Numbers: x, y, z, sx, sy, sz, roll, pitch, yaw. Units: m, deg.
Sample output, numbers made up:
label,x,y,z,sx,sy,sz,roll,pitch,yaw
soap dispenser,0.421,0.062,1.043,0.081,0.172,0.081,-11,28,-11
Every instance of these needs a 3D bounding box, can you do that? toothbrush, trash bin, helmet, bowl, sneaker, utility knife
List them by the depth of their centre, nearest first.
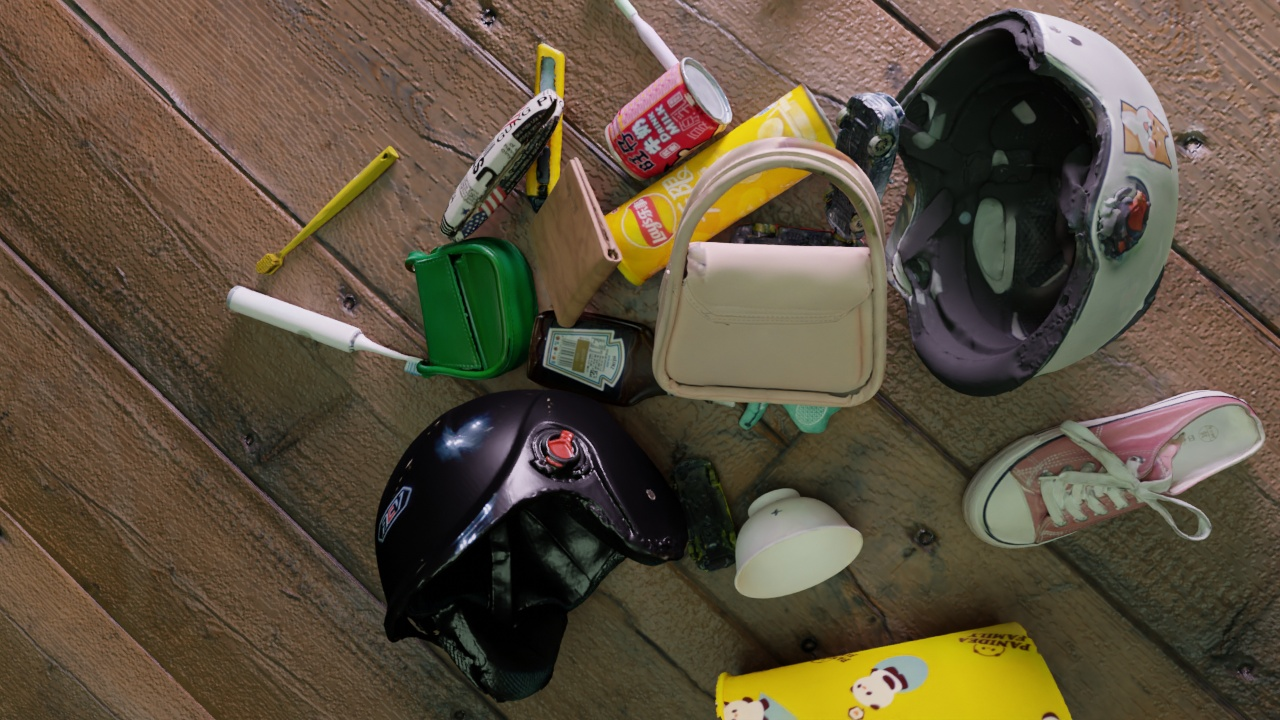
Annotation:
label,x,y,z,sx,sy,sz,roll,pitch,yaw
helmet,0.301,-0.116,0.687,0.156,0.230,0.274,-5,87,-18
sneaker,0.384,0.093,0.746,0.241,0.087,0.118,-23,92,13
trash bin,0.218,0.339,0.755,0.255,0.229,0.229,-19,93,8
helmet,-0.105,0.136,0.772,0.234,0.274,0.230,-50,57,25
toothbrush,0.017,-0.280,0.813,0.189,0.029,0.021,53,144,0
bowl,0.129,0.154,0.816,0.118,0.118,0.064,-32,50,14
utility knife,-0.089,-0.214,0.846,0.033,0.015,0.156,4,98,9
toothbrush,-0.311,-0.145,0.903,0.190,0.016,0.015,-37,88,14
toothbrush,-0.310,-0.028,0.914,0.221,0.027,0.026,19,79,9

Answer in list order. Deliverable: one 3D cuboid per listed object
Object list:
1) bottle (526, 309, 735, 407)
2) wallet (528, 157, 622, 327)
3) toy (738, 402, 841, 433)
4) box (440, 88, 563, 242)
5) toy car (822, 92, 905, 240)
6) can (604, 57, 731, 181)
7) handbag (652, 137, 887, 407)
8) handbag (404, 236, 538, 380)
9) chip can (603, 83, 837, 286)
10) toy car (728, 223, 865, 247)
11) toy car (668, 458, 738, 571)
label,x,y,z,sx,sy,sz,roll,pitch,yaw
bottle,-0.005,0.005,0.843,0.195,0.044,0.080,12,100,10
wallet,-0.061,-0.103,0.809,0.101,0.020,0.115,-49,55,46
toy,0.132,0.032,0.825,0.092,0.030,0.097,34,110,11
box,-0.127,-0.175,0.818,0.052,0.068,0.164,38,104,-8
toy car,0.178,-0.154,0.735,0.036,0.054,0.121,-13,135,-20
can,0.023,-0.204,0.788,0.094,0.066,0.066,-31,90,31
handbag,0.105,-0.068,0.718,0.193,0.093,0.235,1,138,4
handbag,-0.162,-0.049,0.863,0.120,0.067,0.131,-3,98,20
chip can,0.066,-0.148,0.792,0.214,0.072,0.072,-31,90,14
toy car,0.134,-0.092,0.798,0.120,0.045,0.053,8,99,-2
toy car,0.061,0.142,0.854,0.048,0.032,0.105,-21,81,14
